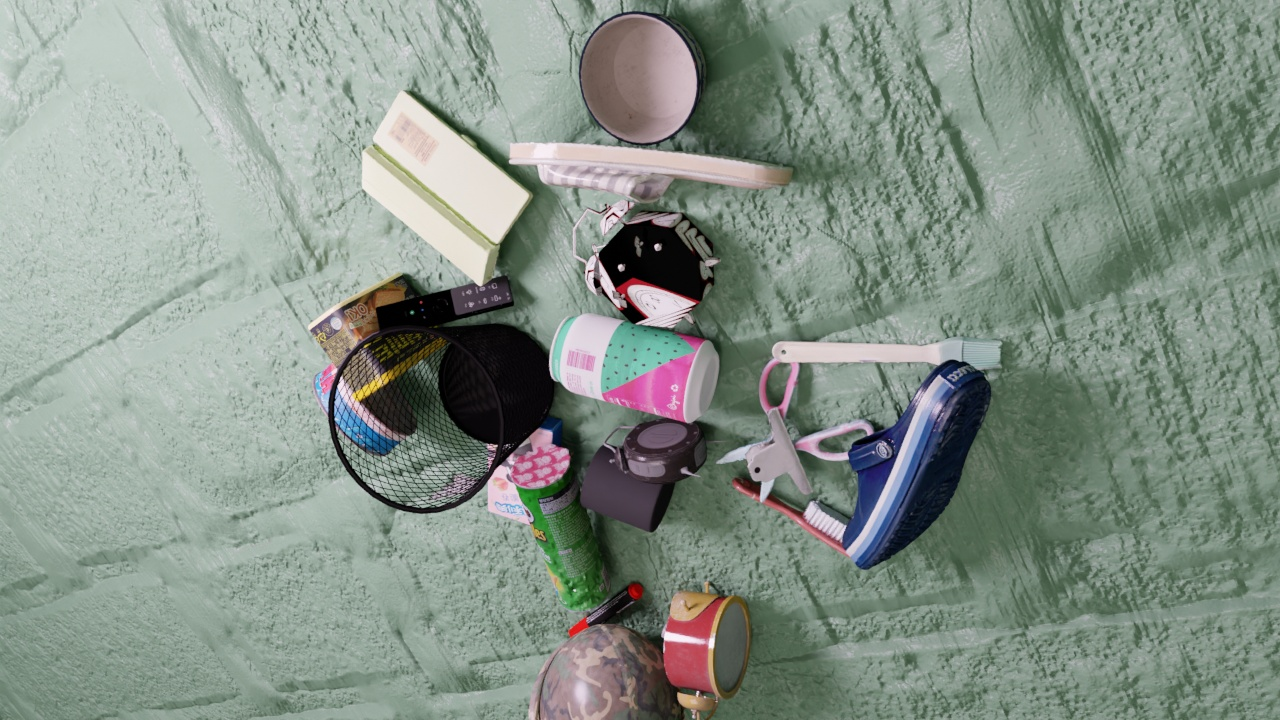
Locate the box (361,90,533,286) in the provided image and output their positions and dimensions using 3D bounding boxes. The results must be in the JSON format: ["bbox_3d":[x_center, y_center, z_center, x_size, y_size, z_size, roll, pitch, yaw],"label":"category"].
[{"bbox_3d":[-0.216,-0.181,0.987,0.188,0.048,0.141,41,123,7],"label":"box"}]

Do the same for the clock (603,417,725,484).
[{"bbox_3d":[0.023,0.101,1.005,0.123,0.091,0.044,2,117,28],"label":"clock"}]

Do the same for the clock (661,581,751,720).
[{"bbox_3d":[0.073,0.352,1.096,0.081,0.117,0.159,0,96,28],"label":"clock"}]

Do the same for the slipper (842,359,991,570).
[{"bbox_3d":[0.258,0.095,0.897,0.095,0.104,0.253,41,135,31],"label":"slipper"}]

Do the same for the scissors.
[{"bbox_3d":[0.166,0.081,0.961,0.168,0.014,0.171,15,109,10],"label":"scissors"}]

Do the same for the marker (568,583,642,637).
[{"bbox_3d":[-0.045,0.331,1.203,0.023,0.021,0.145,29,129,-23],"label":"marker"}]

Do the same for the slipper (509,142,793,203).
[{"bbox_3d":[0.006,-0.175,0.860,0.273,0.114,0.054,7,98,18],"label":"slipper"}]

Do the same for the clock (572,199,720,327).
[{"bbox_3d":[-0.004,-0.098,0.927,0.155,0.064,0.115,26,124,9],"label":"clock"}]

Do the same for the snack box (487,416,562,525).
[{"bbox_3d":[-0.144,0.133,1.134,0.088,0.033,0.154,15,121,16],"label":"snack box"}]

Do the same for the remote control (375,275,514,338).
[{"bbox_3d":[-0.217,-0.060,1.020,0.150,0.013,0.034,-15,69,-4],"label":"remote control"}]

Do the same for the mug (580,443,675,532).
[{"bbox_3d":[-0.012,0.156,1.068,0.088,0.078,0.114,18,149,15],"label":"mug"}]

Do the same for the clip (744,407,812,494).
[{"bbox_3d":[0.137,0.102,0.962,0.054,0.041,0.101,-23,101,4],"label":"clip"}]

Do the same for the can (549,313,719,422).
[{"bbox_3d":[-0.006,0.006,0.969,0.166,0.088,0.088,14,121,18],"label":"can"}]

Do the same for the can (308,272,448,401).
[{"bbox_3d":[-0.301,-0.030,1.062,0.073,0.130,0.101,-28,100,33],"label":"can"}]

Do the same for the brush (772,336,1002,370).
[{"bbox_3d":[0.236,-0.007,0.893,0.218,0.012,0.033,1,116,22],"label":"brush"}]

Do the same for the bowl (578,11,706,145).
[{"bbox_3d":[0.008,-0.261,0.837,0.116,0.059,0.116,11,120,19],"label":"bowl"}]

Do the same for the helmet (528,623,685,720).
[{"bbox_3d":[-0.041,0.449,1.146,0.237,0.192,0.224,123,137,-60],"label":"helmet"}]

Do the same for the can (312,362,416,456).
[{"bbox_3d":[-0.334,0.052,1.116,0.044,0.130,0.130,-39,97,7],"label":"can"}]

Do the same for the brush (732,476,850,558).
[{"bbox_3d":[0.181,0.166,1.004,0.172,0.040,0.030,29,107,11],"label":"brush"}]

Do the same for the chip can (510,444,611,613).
[{"bbox_3d":[-0.091,0.207,1.104,0.075,0.075,0.223,4,128,23],"label":"chip can"}]

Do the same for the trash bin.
[{"bbox_3d":[-0.194,0.043,0.979,0.184,0.209,0.184,2,99,13],"label":"trash bin"}]
